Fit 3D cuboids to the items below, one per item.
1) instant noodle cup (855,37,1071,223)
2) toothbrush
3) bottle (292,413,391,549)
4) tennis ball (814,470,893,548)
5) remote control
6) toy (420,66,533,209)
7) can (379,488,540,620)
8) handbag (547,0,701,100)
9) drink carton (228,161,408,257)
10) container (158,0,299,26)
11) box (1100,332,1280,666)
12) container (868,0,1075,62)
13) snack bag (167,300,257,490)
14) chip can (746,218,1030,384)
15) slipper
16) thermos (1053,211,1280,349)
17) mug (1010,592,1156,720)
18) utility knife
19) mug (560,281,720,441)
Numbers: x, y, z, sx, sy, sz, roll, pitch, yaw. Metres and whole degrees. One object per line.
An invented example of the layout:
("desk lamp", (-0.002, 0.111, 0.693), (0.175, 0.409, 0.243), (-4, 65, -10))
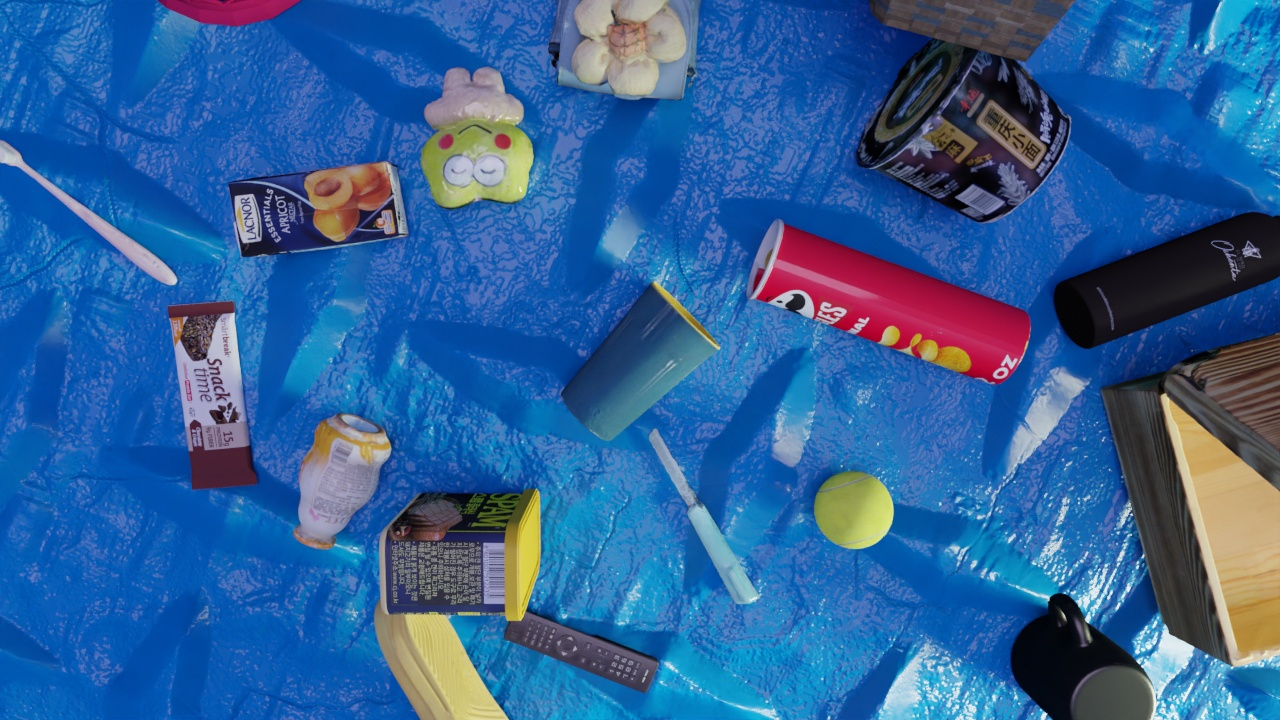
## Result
("instant noodle cup", (0.256, -0.179, 0.720), (0.112, 0.137, 0.137), (32, 94, -14))
("toothbrush", (-0.457, -0.120, 0.751), (0.181, 0.018, 0.016), (39, 94, -6))
("bottle", (-0.252, 0.101, 0.760), (0.063, 0.063, 0.108), (23, 95, -5))
("tennis ball", (0.180, 0.126, 0.777), (0.065, 0.065, 0.065), (0, 96, -2))
("remote control", (-0.052, 0.253, 0.809), (0.136, 0.015, 0.032), (22, 95, -2))
("toy", (-0.134, -0.181, 0.742), (0.092, 0.046, 0.115), (-4, 89, 1))
("can", (-0.140, 0.152, 0.736), (0.104, 0.135, 0.075), (0, 96, 0))
("handbag", (-0.004, -0.297, 0.696), (0.122, 0.118, 0.192), (8, 102, -3))
("drink carton", (-0.261, -0.123, 0.746), (0.130, 0.040, 0.064), (-8, 96, -1))
("container", (-0.330, -0.352, 0.624), (0.183, 0.225, 0.183), (0, 96, -2))
("box", (0.556, 0.068, 0.657), (0.279, 0.315, 0.282), (-16, 89, 1))
("container", (0.239, -0.343, 0.621), (0.157, 0.249, 0.187), (14, 132, -4))
("snack bag", (-0.361, 0.030, 0.774), (0.057, 0.013, 0.158), (-4, 97, -3))
("chip can", (0.203, -0.047, 0.756), (0.220, 0.069, 0.069), (19, 95, -4))
("slipper", (-0.165, 0.315, 0.769), (0.078, 0.099, 0.263), (-23, 99, 6))
("thermos", (0.470, -0.078, 0.766), (0.231, 0.061, 0.061), (-21, 97, 0))
("mug", (0.375, 0.257, 0.784), (0.085, 0.094, 0.121), (-16, 97, -1))
("utility knife", (0.053, 0.138, 0.799), (0.022, 0.016, 0.179), (-29, 98, 0))
("mug", (-0.004, 0.004, 0.756), (0.078, 0.078, 0.121), (44, 98, -6))
